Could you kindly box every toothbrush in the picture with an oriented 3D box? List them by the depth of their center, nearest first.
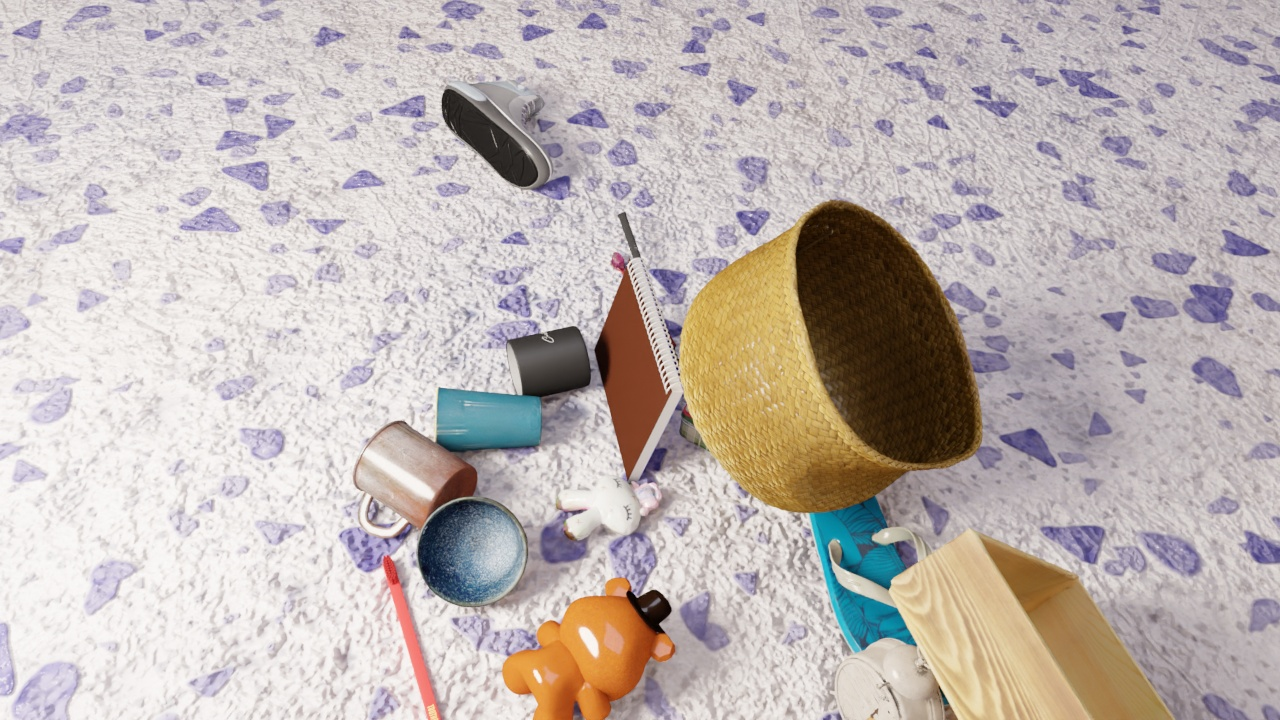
[{"bbox_3d":[-0.229,0.284,0.919,0.012,0.018,0.212,-16,52,-18],"label":"toothbrush"},{"bbox_3d":[0.002,-0.085,1.264,0.016,0.016,0.189,-19,53,-17],"label":"toothbrush"}]

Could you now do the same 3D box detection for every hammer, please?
[{"bbox_3d":[0.006,-0.090,1.243,0.095,0.015,0.324,-24,51,8],"label":"hammer"}]

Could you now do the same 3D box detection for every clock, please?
[{"bbox_3d":[0.231,0.306,0.848,0.061,0.157,0.103,-9,49,-26],"label":"clock"}]

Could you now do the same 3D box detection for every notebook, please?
[{"bbox_3d":[-0.006,0.006,1.081,0.022,0.172,0.208,2,47,-21],"label":"notebook"}]

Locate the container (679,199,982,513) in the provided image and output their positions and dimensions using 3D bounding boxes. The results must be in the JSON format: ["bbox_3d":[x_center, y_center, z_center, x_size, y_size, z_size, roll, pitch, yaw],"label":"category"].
[{"bbox_3d":[0.190,0.004,0.977,0.306,0.197,0.306,22,54,-35],"label":"container"}]

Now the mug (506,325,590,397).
[{"bbox_3d":[-0.120,-0.003,1.151,0.088,0.078,0.113,-13,25,-16],"label":"mug"}]

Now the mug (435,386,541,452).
[{"bbox_3d":[-0.178,0.071,1.078,0.121,0.078,0.078,2,48,-10],"label":"mug"}]

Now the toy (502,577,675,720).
[{"bbox_3d":[-0.047,0.283,0.887,0.176,0.096,0.112,-39,58,1],"label":"toy"}]

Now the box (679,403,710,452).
[{"bbox_3d":[0.146,0.040,1.146,0.118,0.051,0.204,29,54,21],"label":"box"}]

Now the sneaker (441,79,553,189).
[{"bbox_3d":[-0.190,-0.372,1.464,0.160,0.093,0.257,-28,57,-36],"label":"sneaker"}]

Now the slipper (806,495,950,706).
[{"bbox_3d":[0.254,0.225,0.984,0.118,0.060,0.294,-11,48,-8],"label":"slipper"}]

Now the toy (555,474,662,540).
[{"bbox_3d":[-0.034,0.162,1.031,0.122,0.038,0.079,-11,44,-18],"label":"toy"}]

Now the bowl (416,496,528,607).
[{"bbox_3d":[-0.173,0.194,0.965,0.114,0.061,0.114,0,94,-2],"label":"bowl"}]

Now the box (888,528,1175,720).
[{"bbox_3d":[0.456,0.243,0.746,0.279,0.337,0.285,26,33,-45],"label":"box"}]

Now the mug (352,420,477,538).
[{"bbox_3d":[-0.254,0.143,1.004,0.110,0.096,0.123,28,83,23],"label":"mug"}]
